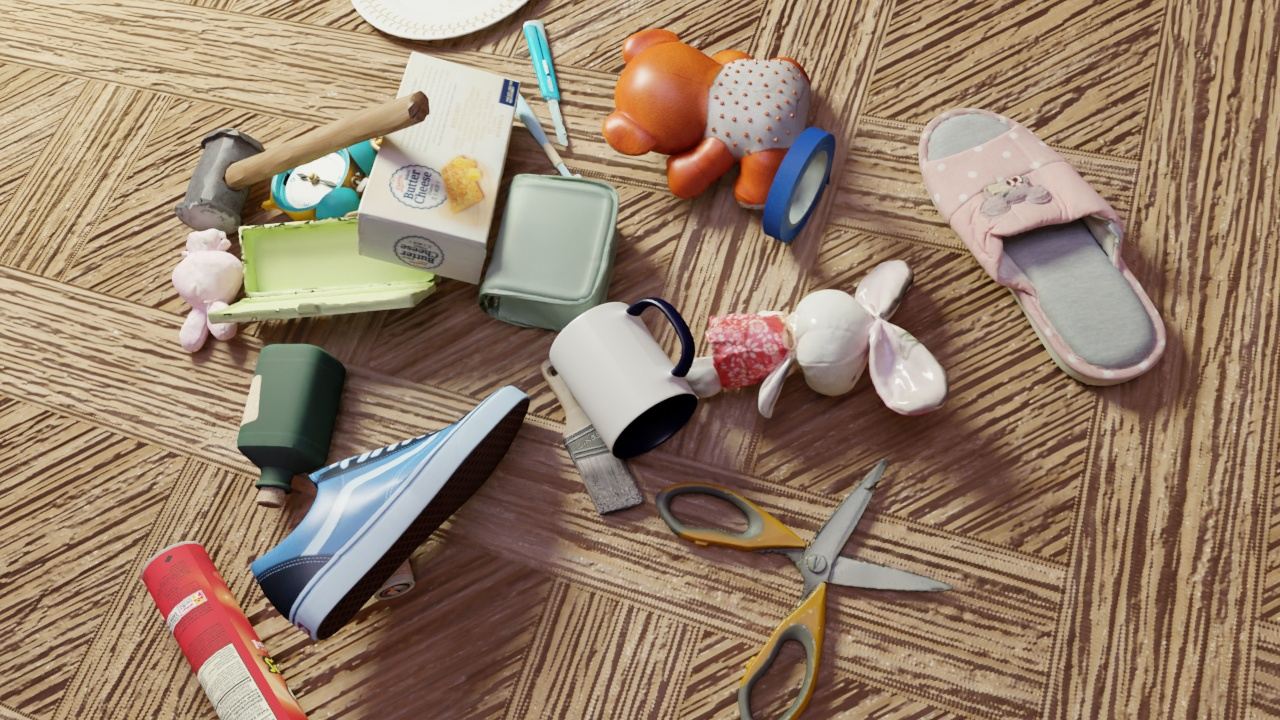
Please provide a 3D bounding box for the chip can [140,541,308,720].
[{"bbox_3d":[-0.308,0.232,0.696,0.051,0.052,0.214,-41,66,-9],"label":"chip can"}]

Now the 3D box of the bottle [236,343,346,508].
[{"bbox_3d":[-0.293,0.057,0.764,0.061,0.061,0.131,0,67,13],"label":"bottle"}]

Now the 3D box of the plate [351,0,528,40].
[{"bbox_3d":[-0.200,-0.436,0.988,0.243,0.016,0.242,-4,66,9],"label":"plate"}]

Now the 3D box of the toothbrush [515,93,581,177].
[{"bbox_3d":[-0.097,-0.216,0.872,0.022,0.016,0.155,-37,65,8],"label":"toothbrush"}]

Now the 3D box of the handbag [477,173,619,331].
[{"bbox_3d":[-0.075,-0.092,0.786,0.106,0.067,0.121,9,69,5],"label":"handbag"}]

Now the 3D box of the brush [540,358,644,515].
[{"bbox_3d":[-0.045,0.059,0.745,0.039,0.012,0.151,-27,65,-2],"label":"brush"}]

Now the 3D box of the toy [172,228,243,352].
[{"bbox_3d":[-0.397,-0.064,0.846,0.064,0.047,0.110,-9,74,15],"label":"toy"}]

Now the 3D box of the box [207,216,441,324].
[{"bbox_3d":[-0.274,-0.075,0.819,0.188,0.066,0.127,-5,51,7],"label":"box"}]

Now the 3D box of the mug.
[{"bbox_3d":[-0.004,0.004,0.714,0.112,0.078,0.097,-49,62,26],"label":"mug"}]

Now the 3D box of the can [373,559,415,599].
[{"bbox_3d":[-0.208,0.140,0.727,0.032,0.032,0.095,-25,65,-1],"label":"can"}]

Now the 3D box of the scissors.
[{"bbox_3d":[0.104,0.154,0.673,0.230,0.016,0.225,28,74,20],"label":"scissors"}]

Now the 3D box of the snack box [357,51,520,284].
[{"bbox_3d":[-0.172,-0.172,0.804,0.104,0.058,0.207,12,54,-11],"label":"snack box"}]

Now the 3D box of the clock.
[{"bbox_3d":[-0.297,-0.171,0.877,0.130,0.044,0.099,5,67,20],"label":"clock"}]

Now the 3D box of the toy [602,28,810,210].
[{"bbox_3d":[0.059,-0.219,0.811,0.172,0.093,0.163,13,72,2],"label":"toy"}]

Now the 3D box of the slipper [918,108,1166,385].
[{"bbox_3d":[0.315,-0.104,0.727,0.114,0.054,0.274,-25,65,-2],"label":"slipper"}]

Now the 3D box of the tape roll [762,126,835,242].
[{"bbox_3d":[0.131,-0.144,0.757,0.016,0.091,0.092,28,69,20],"label":"tape roll"}]

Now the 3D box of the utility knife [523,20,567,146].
[{"bbox_3d":[-0.089,-0.271,0.898,0.022,0.015,0.161,-5,64,-25],"label":"utility knife"}]

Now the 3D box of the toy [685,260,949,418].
[{"bbox_3d":[0.128,-0.010,0.708,0.194,0.084,0.158,-13,46,8],"label":"toy"}]

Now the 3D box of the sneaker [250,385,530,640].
[{"bbox_3d":[-0.190,0.087,0.694,0.098,0.084,0.240,37,63,13],"label":"sneaker"}]

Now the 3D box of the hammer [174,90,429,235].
[{"bbox_3d":[-0.301,-0.185,0.809,0.329,0.052,0.098,-8,62,36],"label":"hammer"}]
